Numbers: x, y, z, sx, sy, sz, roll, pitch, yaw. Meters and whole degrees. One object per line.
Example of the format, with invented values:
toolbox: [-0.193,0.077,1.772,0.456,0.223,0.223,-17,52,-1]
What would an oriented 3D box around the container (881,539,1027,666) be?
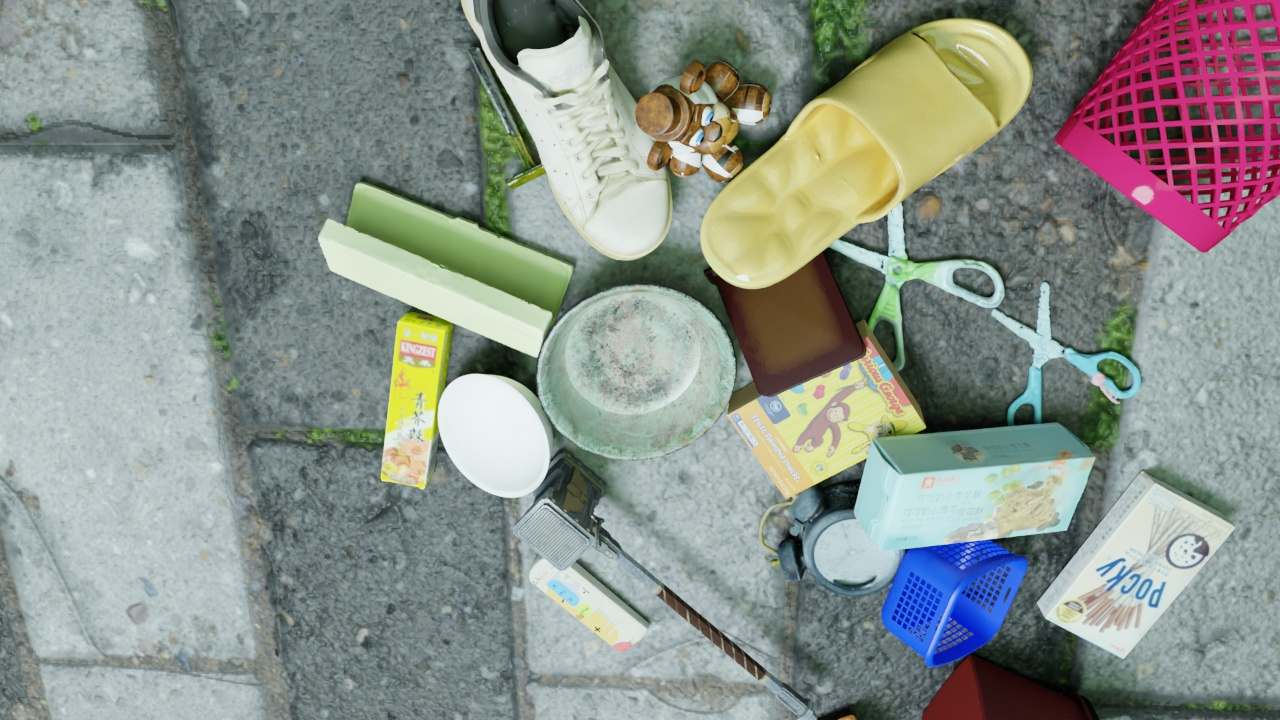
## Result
container: [0.254,0.190,0.753,0.114,0.058,0.096,-3,116,-41]

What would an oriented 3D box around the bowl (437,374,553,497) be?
bowl: [-0.111,0.055,0.762,0.110,0.040,0.110,12,116,25]

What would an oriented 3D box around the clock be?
clock: [0.164,0.149,0.776,0.129,0.052,0.090,11,109,5]

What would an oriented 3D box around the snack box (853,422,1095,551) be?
snack box: [0.259,0.097,0.717,0.174,0.053,0.075,-3,120,-15]

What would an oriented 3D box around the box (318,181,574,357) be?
box: [-0.154,-0.065,0.727,0.188,0.089,0.078,21,140,-4]

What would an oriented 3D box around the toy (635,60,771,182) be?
toy: [0.039,-0.169,0.647,0.067,0.112,0.087,33,114,16]

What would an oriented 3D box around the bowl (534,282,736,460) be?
bowl: [-0.004,0.004,0.732,0.157,0.038,0.158,-2,118,-4]

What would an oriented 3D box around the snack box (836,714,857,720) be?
snack box: [0.146,0.433,0.857,0.195,0.080,0.145,-28,104,13]

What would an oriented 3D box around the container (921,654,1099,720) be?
container: [0.351,0.362,0.782,0.201,0.147,0.127,30,110,4]

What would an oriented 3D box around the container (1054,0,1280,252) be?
container: [0.395,-0.195,0.582,0.183,0.182,0.226,34,116,-7]

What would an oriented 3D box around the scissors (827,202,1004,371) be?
scissors: [0.206,-0.073,0.716,0.169,0.023,0.171,-3,112,11]

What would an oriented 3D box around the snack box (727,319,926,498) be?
snack box: [0.148,0.040,0.736,0.126,0.040,0.088,-31,104,20]

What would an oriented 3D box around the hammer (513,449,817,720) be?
hammer: [0.034,0.209,0.780,0.322,0.098,0.044,42,107,-10]

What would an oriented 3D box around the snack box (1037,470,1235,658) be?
snack box: [0.416,0.174,0.776,0.082,0.026,0.150,27,108,-5]

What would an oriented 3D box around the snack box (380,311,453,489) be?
snack box: [-0.189,0.035,0.774,0.040,0.028,0.148,12,109,0]

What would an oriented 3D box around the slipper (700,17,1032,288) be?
slipper: [0.152,-0.149,0.647,0.264,0.078,0.099,-38,84,11]

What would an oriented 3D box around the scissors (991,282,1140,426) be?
scissors: [0.325,0.010,0.737,0.136,0.015,0.126,33,107,-1]

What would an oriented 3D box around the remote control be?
remote control: [-0.047,0.218,0.833,0.125,0.018,0.038,42,107,-12]

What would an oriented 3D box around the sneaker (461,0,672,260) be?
sneaker: [-0.042,-0.184,0.638,0.089,0.102,0.241,-32,101,-9]

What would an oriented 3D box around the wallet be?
wallet: [0.110,-0.039,0.705,0.092,0.018,0.115,-26,76,20]

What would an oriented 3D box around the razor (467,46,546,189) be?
razor: [-0.103,-0.187,0.696,0.042,0.026,0.106,-23,102,14]
